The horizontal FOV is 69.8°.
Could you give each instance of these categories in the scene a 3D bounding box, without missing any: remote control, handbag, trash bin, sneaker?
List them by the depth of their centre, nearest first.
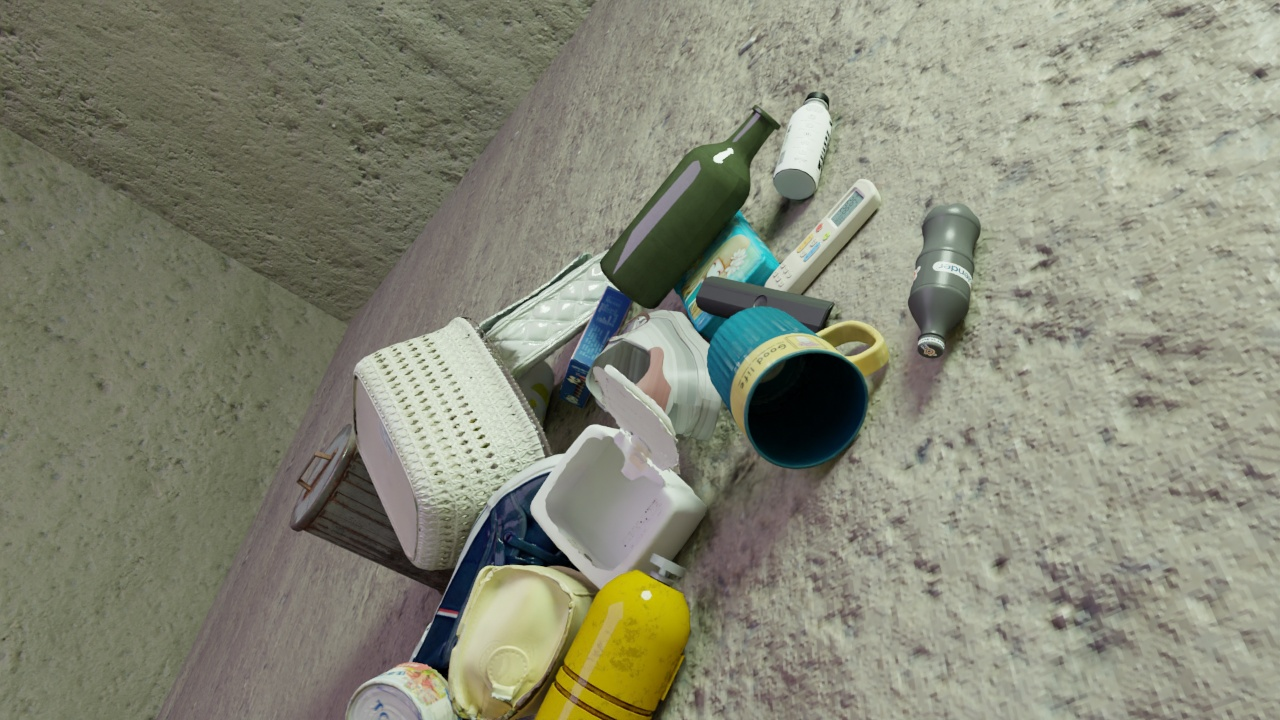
[{"bbox_3d":[-0.081,0.206,0.671,0.119,0.081,0.111,48,-119,-72],"label":"handbag"},{"bbox_3d":[0.099,-0.044,0.744,0.147,0.015,0.033,20,84,52],"label":"remote control"},{"bbox_3d":[0.148,-0.095,0.753,0.126,0.018,0.038,-49,23,18],"label":"remote control"},{"bbox_3d":[-0.113,0.217,0.770,0.295,0.120,0.127,-58,9,7],"label":"sneaker"},{"bbox_3d":[-0.004,0.005,0.804,0.236,0.089,0.099,-138,60,-71],"label":"sneaker"},{"bbox_3d":[-0.284,0.169,1.044,0.131,0.211,0.130,-45,25,27],"label":"trash bin"},{"bbox_3d":[-0.104,-0.050,1.047,0.194,0.072,0.139,-38,1,-26],"label":"handbag"}]

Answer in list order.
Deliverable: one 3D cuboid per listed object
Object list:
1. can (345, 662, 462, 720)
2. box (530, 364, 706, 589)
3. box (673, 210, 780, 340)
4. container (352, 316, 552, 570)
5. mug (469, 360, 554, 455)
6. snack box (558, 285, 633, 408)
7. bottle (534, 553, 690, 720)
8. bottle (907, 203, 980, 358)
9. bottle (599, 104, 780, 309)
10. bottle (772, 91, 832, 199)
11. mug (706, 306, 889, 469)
[{"bbox_3d":[-0.190,0.290,0.734,0.086,0.086,0.043,-51,-17,16],"label":"can"},{"bbox_3d":[-0.007,0.084,0.684,0.111,0.101,0.189,39,119,28],"label":"box"},{"bbox_3d":[0.072,-0.100,0.896,0.094,0.039,0.226,-49,25,16],"label":"box"},{"bbox_3d":[-0.186,0.084,0.905,0.251,0.143,0.185,53,143,34],"label":"container"},{"bbox_3d":[-0.152,0.053,1.098,0.083,0.082,0.106,-39,28,38],"label":"mug"},{"bbox_3d":[-0.049,-0.011,0.963,0.154,0.033,0.087,119,176,-71],"label":"snack box"},{"bbox_3d":[-0.016,0.209,0.613,0.163,0.071,0.071,-63,22,-9],"label":"bottle"},{"bbox_3d":[0.190,-0.050,0.577,0.036,0.036,0.109,-26,37,52],"label":"bottle"},{"bbox_3d":[0.050,-0.145,0.854,0.207,0.071,0.071,-50,23,14],"label":"bottle"},{"bbox_3d":[0.155,-0.205,0.855,0.041,0.041,0.115,-27,36,51],"label":"bottle"},{"bbox_3d":[0.110,0.008,0.629,0.113,0.083,0.107,-27,21,-1],"label":"mug"}]
